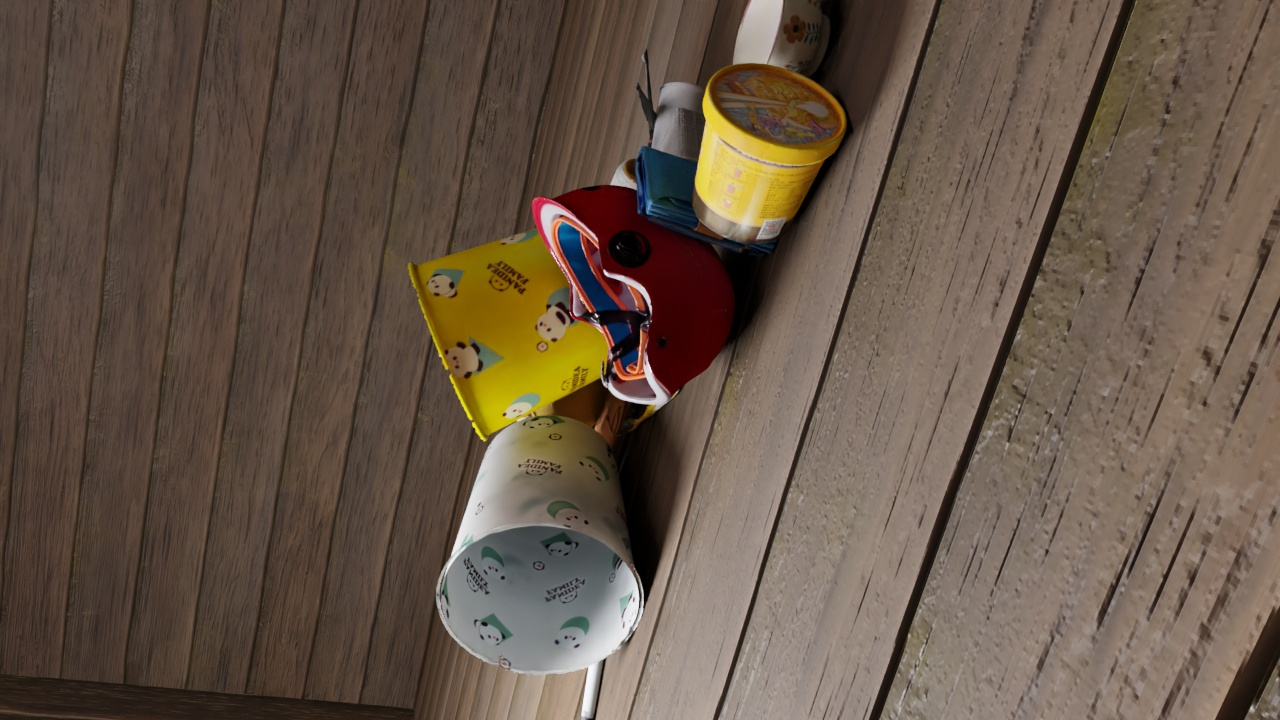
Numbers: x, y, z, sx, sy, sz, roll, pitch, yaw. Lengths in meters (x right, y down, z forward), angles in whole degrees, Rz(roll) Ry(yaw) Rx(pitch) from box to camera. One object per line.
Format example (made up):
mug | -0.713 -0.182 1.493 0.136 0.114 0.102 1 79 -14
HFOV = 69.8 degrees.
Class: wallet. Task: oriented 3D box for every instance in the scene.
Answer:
wallet | 0.061 -0.152 0.870 0.106 0.133 0.040 -94 25 -46
wallet | -0.038 0.083 1.269 0.107 0.031 0.132 -101 24 -56

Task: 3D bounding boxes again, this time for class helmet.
helmet | 0.005 -0.083 0.927 0.240 0.143 0.207 61 164 4

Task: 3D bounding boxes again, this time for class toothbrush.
toothbrush | 0.011 0.058 1.125 0.192 0.018 0.016 133 143 -63

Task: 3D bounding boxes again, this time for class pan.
pan | -0.105 0.081 1.333 0.197 0.078 0.358 -38 -53 -56

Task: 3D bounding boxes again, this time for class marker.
marker | -0.062 0.411 1.148 0.023 0.018 0.130 3 82 61

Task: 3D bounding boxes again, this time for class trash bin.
trash bin | -0.117 0.211 1.129 0.251 0.229 0.230 -95 21 -61
trash bin | -0.116 -0.057 1.110 0.230 0.255 0.229 157 91 -84

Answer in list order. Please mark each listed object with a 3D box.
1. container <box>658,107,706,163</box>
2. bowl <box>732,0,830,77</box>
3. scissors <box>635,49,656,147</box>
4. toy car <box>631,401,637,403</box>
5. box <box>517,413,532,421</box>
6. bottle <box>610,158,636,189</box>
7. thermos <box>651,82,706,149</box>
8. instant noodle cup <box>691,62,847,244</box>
container | 0.063 -0.204 0.989 0.114 0.090 0.090 -89 18 -44
bowl | 0.134 -0.294 0.838 0.113 0.062 0.113 -171 91 -76
scissors | 0.020 -0.290 1.179 0.226 0.015 0.189 -31 -56 -73
toy car | -0.007 0.007 1.208 0.049 0.031 0.106 116 157 -48
box | -0.151 0.154 1.416 0.091 0.080 0.168 -26 -57 -59
bottle | -0.027 -0.214 1.359 0.190 0.068 0.067 120 156 -50
thermos | 0.040 -0.221 1.122 0.073 0.073 0.224 171 109 -74
instant noodle cup | 0.101 -0.172 0.785 0.115 0.118 0.118 106 166 -47
